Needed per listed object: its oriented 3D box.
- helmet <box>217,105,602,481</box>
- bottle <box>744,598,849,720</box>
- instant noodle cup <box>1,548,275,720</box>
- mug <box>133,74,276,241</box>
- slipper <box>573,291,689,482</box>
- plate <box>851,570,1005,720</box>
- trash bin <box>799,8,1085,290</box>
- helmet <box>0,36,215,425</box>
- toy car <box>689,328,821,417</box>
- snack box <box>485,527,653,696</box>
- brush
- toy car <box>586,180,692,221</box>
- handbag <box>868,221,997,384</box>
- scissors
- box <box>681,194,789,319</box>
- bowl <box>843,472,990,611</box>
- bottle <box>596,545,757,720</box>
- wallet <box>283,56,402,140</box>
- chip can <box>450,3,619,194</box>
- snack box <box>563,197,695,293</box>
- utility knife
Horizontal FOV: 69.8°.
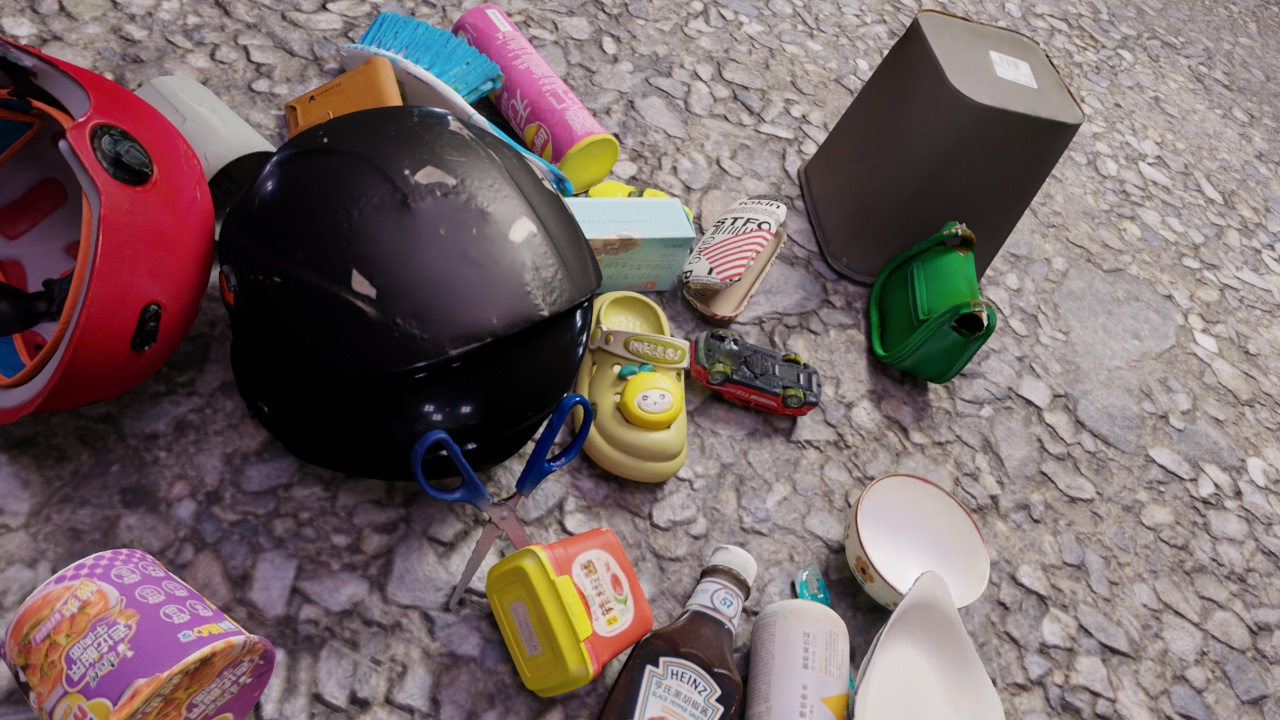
[{"bbox_3d":[-0.152,-0.057,0.621,0.232,0.231,0.274,-29,83,-38],"label":"helmet"},{"bbox_3d":[0.099,0.250,0.590,0.068,0.068,0.189,19,49,-8],"label":"bottle"},{"bbox_3d":[-0.271,0.161,0.490,0.099,0.112,0.111,37,48,20],"label":"instant noodle cup"},{"bbox_3d":[-0.326,-0.151,0.715,0.103,0.124,0.083,41,91,14],"label":"mug"},{"bbox_3d":[-0.004,0.004,0.736,0.091,0.082,0.190,7,49,-14],"label":"slipper"},{"bbox_3d":[0.188,0.244,0.619,0.163,0.034,0.164,-40,107,-44],"label":"plate"},{"bbox_3d":[0.307,-0.212,0.941,0.198,0.220,0.198,7,50,-18],"label":"trash bin"},{"bbox_3d":[-0.353,-0.073,0.589,0.240,0.207,0.143,57,25,18],"label":"helmet"},{"bbox_3d":[0.097,0.014,0.791,0.120,0.045,0.052,20,46,-13],"label":"toy car"},{"bbox_3d":[-0.045,0.159,0.597,0.080,0.082,0.091,-16,76,-44],"label":"snack box"},{"bbox_3d":[-0.159,-0.237,0.844,0.315,0.061,0.109,27,54,21],"label":"brush"},{"bbox_3d":[0.000,-0.148,0.889,0.105,0.032,0.048,16,50,-8],"label":"toy car"},{"bbox_3d":[0.277,-0.054,0.870,0.068,0.120,0.131,20,47,-14],"label":"handbag"},{"bbox_3d":[-0.088,0.087,0.585,0.012,0.176,0.162,42,4,42],"label":"scissors"},{"bbox_3d":[0.092,-0.096,0.883,0.075,0.081,0.163,8,44,26],"label":"box"},{"bbox_3d":[0.206,0.151,0.716,0.113,0.062,0.113,10,51,-13],"label":"bowl"},{"bbox_3d":[0.031,0.208,0.614,0.080,0.044,0.194,29,48,4],"label":"bottle"},{"bbox_3d":[-0.260,-0.198,0.800,0.119,0.035,0.130,-23,55,1],"label":"wallet"},{"bbox_3d":[-0.108,-0.261,0.908,0.071,0.072,0.210,-22,64,-34],"label":"chip can"},{"bbox_3d":[-0.044,-0.099,0.803,0.174,0.074,0.051,-5,55,-25],"label":"snack box"},{"bbox_3d":[0.147,0.245,0.650,0.029,0.013,0.221,2,53,-20],"label":"utility knife"}]
